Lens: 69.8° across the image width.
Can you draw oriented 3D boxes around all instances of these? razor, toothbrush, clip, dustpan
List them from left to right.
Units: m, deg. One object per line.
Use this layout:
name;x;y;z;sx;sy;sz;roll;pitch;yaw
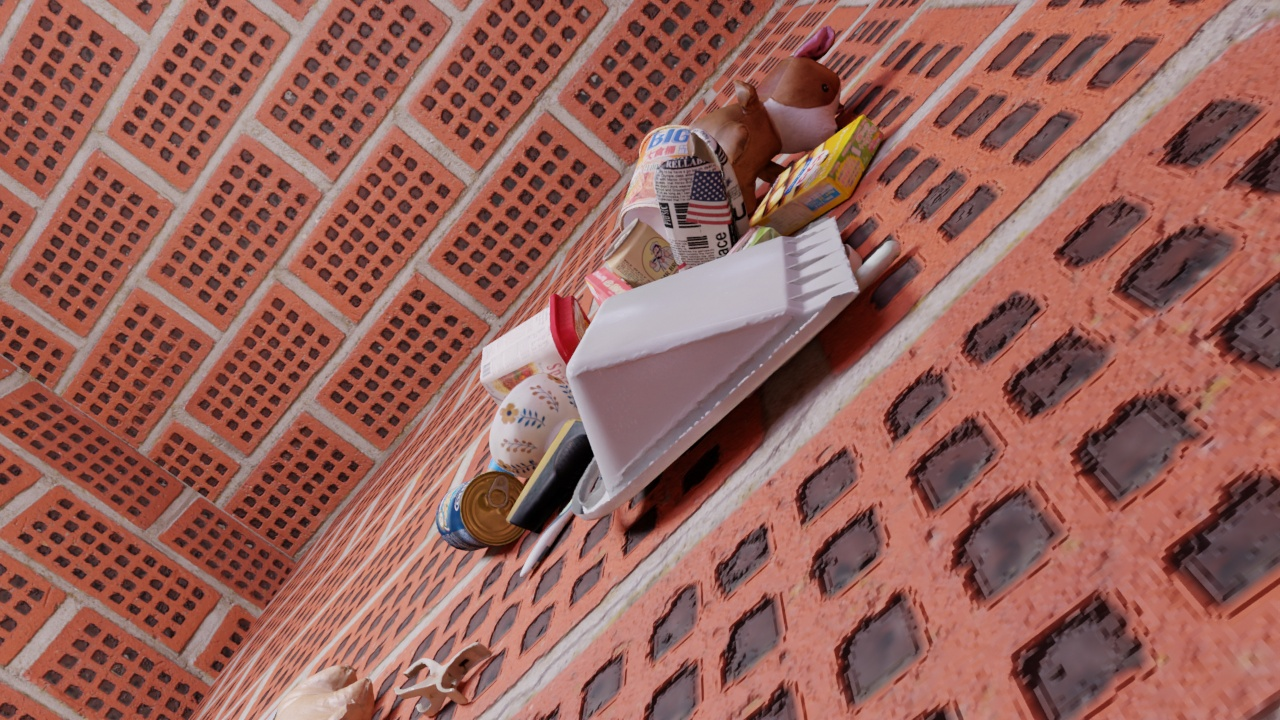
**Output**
clip;-0.164;0.264;0.758;0.100;0.034;0.071;-33;20;42
razor;-0.074;0.097;0.893;0.167;0.062;0.067;-55;43;4
toothbrush;-0.054;0.116;0.838;0.191;0.018;0.016;-54;13;-18
dustpan;0.047;0.016;0.701;0.258;0.143;0.222;-15;18;13
toothbrush;0.108;-0.016;0.643;0.190;0.020;0.029;-45;-23;24

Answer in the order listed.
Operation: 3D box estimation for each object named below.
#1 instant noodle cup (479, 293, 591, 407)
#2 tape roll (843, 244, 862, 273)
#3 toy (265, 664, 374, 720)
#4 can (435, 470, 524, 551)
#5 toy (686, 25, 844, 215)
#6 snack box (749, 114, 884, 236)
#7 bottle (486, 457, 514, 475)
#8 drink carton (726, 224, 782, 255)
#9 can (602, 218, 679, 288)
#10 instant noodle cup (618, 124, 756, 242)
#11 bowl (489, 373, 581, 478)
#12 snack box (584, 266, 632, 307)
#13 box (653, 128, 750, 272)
instant noodle cup;-0.109;0.005;1.045;0.124;0.116;0.116;-24;33;10
tape roll;0.129;-0.051;0.684;0.086;0.014;0.085;-47;12;13
toy;-0.305;0.361;0.863;0.226;0.082;0.143;-22;39;61
can;-0.169;0.163;0.977;0.075;0.075;0.111;-56;13;-27
toy;0.149;-0.256;0.994;0.199;0.130;0.140;-43;-29;-18
snack box;0.162;-0.166;0.871;0.086;0.033;0.141;-57;15;-25
bottle;-0.126;0.073;1.117;0.218;0.065;0.065;-56;13;-22
drink carton;0.082;-0.065;0.823;0.122;0.045;0.053;-49;11;5
can;0.023;-0.086;0.928;0.058;0.116;0.058;-47;13;14
instant noodle cup;0.049;-0.187;1.093;0.152;0.151;0.111;-29;33;60
bowl;-0.096;0.076;0.955;0.062;0.113;0.113;27;73;35
snack box;-0.009;-0.038;0.904;0.025;0.075;0.153;-31;27;-8
box;0.057;-0.127;0.850;0.087;0.163;0.076;-32;48;-13
